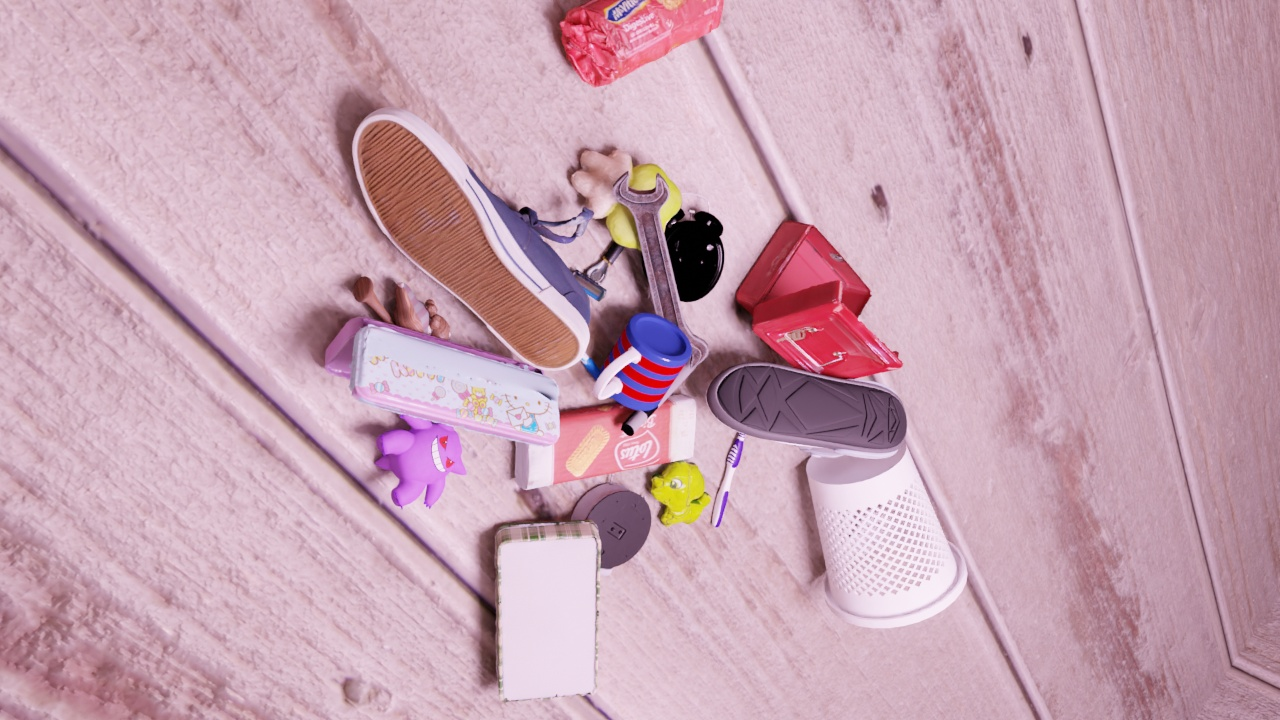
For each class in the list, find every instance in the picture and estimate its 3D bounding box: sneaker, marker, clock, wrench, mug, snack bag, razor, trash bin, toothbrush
[{"bbox_3d":[-0.140,-0.130,0.866,0.294,0.121,0.127,49,33,-29],"label":"sneaker"},{"bbox_3d":[0.184,0.073,1.129,0.256,0.161,0.093,10,73,-14],"label":"sneaker"},{"bbox_3d":[-0.065,-0.008,0.992,0.013,0.013,0.142,-46,125,-14],"label":"marker"},{"bbox_3d":[-0.042,0.199,1.062,0.094,0.035,0.122,40,82,-36],"label":"clock"},{"bbox_3d":[0.022,-0.086,0.967,0.070,0.010,0.274,-10,135,6],"label":"wrench"},{"bbox_3d":[0.023,0.039,1.036,0.140,0.016,0.016,-44,128,-41],"label":"marker"},{"bbox_3d":[-0.006,0.006,0.973,0.111,0.075,0.076,-22,150,-50],"label":"mug"},{"bbox_3d":[0.005,-0.330,0.895,0.176,0.082,0.082,-35,122,-20],"label":"snack bag"},{"bbox_3d":[-0.020,-0.128,0.981,0.043,0.022,0.144,36,77,0],"label":"razor"},{"bbox_3d":[0.048,-0.124,1.012,0.091,0.042,0.121,2,104,-35],"label":"clock"},{"bbox_3d":[-0.035,0.089,1.029,0.224,0.041,0.077,-6,106,-31],"label":"snack bag"},{"bbox_3d":[0.315,0.215,1.231,0.195,0.196,0.200,-29,110,-24],"label":"trash bin"},{"bbox_3d":[0.118,0.124,1.160,0.016,0.015,0.187,9,100,-37],"label":"toothbrush"}]

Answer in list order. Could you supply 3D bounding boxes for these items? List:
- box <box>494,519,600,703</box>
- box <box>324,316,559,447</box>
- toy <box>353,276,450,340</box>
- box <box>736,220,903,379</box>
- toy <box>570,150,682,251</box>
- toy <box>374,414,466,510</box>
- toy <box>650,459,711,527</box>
[{"bbox_3d":[-0.103,0.278,1.016,0.117,0.050,0.206,-3,108,-12],"label":"box"},{"bbox_3d":[-0.179,0.035,0.856,0.214,0.092,0.090,18,137,-37],"label":"box"},{"bbox_3d":[-0.217,-0.041,0.860,0.055,0.041,0.102,-29,130,1],"label":"toy"},{"bbox_3d":[0.213,-0.073,1.108,0.157,0.152,0.164,38,45,-39],"label":"box"},{"bbox_3d":[-0.017,-0.169,0.946,0.117,0.043,0.092,29,87,-16],"label":"toy"},{"bbox_3d":[-0.213,0.092,0.898,0.087,0.056,0.106,-20,105,-32],"label":"toy"},{"bbox_3d":[0.049,0.163,1.113,0.094,0.036,0.094,1,112,-33],"label":"toy"}]
